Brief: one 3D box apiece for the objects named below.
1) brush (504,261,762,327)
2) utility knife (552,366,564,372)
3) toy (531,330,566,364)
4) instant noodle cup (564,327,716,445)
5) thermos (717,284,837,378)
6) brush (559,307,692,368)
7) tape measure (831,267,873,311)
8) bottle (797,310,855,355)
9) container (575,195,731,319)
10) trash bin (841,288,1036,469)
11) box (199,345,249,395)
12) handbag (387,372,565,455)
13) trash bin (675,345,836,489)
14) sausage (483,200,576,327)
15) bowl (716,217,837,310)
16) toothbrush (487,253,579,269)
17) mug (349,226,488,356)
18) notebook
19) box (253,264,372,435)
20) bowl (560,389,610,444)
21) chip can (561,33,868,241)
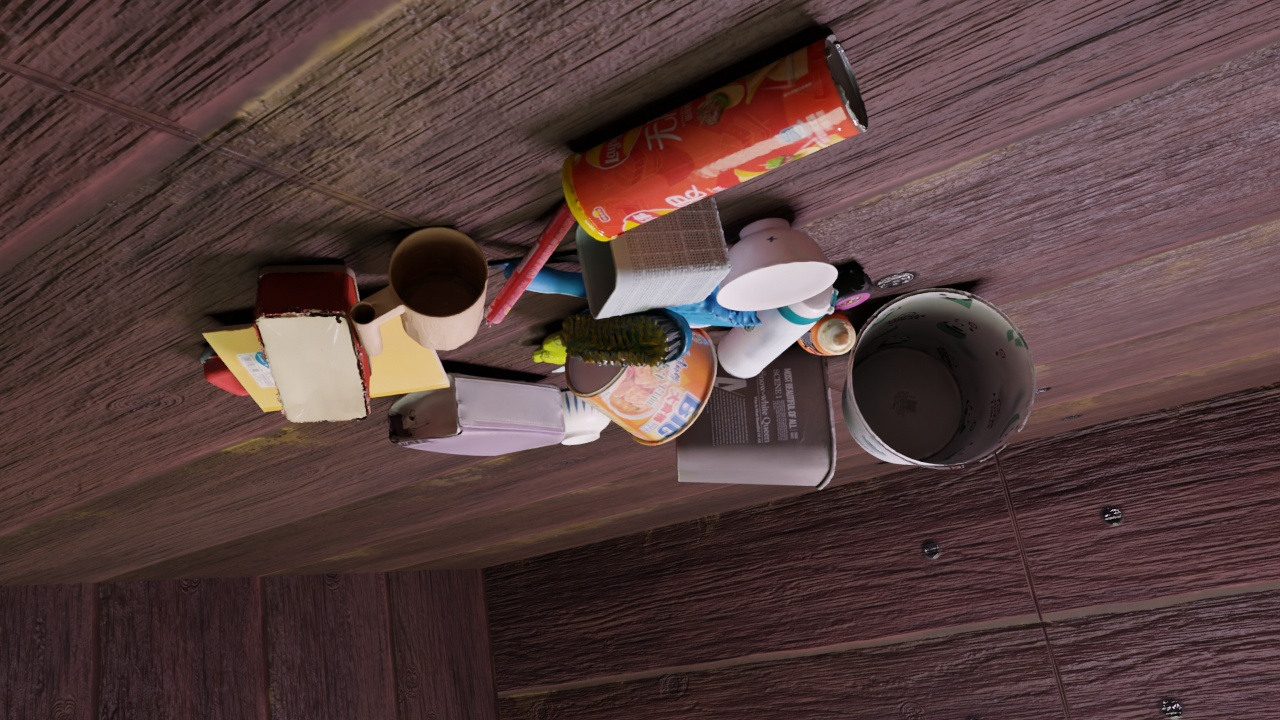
[{"bbox_3d":[0.008,-0.070,0.931,0.110,0.060,0.314,-7,171,35],"label":"brush"},{"bbox_3d":[-0.024,-0.016,1.134,0.186,0.018,0.034,-21,165,12],"label":"utility knife"},{"bbox_3d":[-0.088,-0.018,1.106,0.100,0.031,0.096,-19,168,36],"label":"toy"},{"bbox_3d":[-0.006,0.006,1.029,0.152,0.151,0.111,-23,140,39],"label":"instant noodle cup"},{"bbox_3d":[0.158,-0.045,1.096,0.073,0.073,0.225,-4,162,-17],"label":"thermos"},{"bbox_3d":[-0.008,-0.027,0.884,0.144,0.055,0.073,2,-162,40],"label":"brush"},{"bbox_3d":[0.235,-0.084,1.055,0.058,0.039,0.057,-25,165,26],"label":"tape measure"},{"bbox_3d":[0.224,-0.034,1.091,0.067,0.067,0.149,-10,-172,2],"label":"bottle"},{"bbox_3d":[0.012,-0.096,0.811,0.111,0.090,0.090,-7,164,-19],"label":"container"},{"bbox_3d":[0.384,0.043,1.265,0.229,0.229,0.252,-10,169,3],"label":"trash bin"},{"bbox_3d":[-0.361,-0.012,0.976,0.201,0.047,0.087,-12,160,8],"label":"box"},{"bbox_3d":[-0.217,0.074,1.224,0.145,0.098,0.196,-23,160,33],"label":"handbag"},{"bbox_3d":[0.158,0.086,1.334,0.220,0.198,0.199,-3,162,1],"label":"trash bin"},{"bbox_3d":[-0.097,-0.085,0.812,0.020,0.020,0.156,8,132,-46],"label":"sausage"},{"bbox_3d":[0.127,-0.099,0.897,0.118,0.064,0.118,-9,163,-3],"label":"bowl"},{"bbox_3d":[-0.055,-0.099,0.886,0.189,0.016,0.014,-7,167,-4],"label":"toothbrush"},{"bbox_3d":[-0.196,-0.050,0.820,0.124,0.084,0.104,-33,172,-18],"label":"mug"},{"bbox_3d":[-0.314,0.000,0.940,0.206,0.010,0.146,-8,145,1],"label":"notebook"},{"bbox_3d":[-0.305,-0.005,0.859,0.091,0.077,0.169,-2,143,-10],"label":"box"},{"bbox_3d":[-0.097,0.089,1.394,0.116,0.066,0.116,-9,164,-3],"label":"bowl"},{"bbox_3d":[0.050,-0.155,0.662,0.217,0.073,0.073,-18,161,26],"label":"chip can"}]
